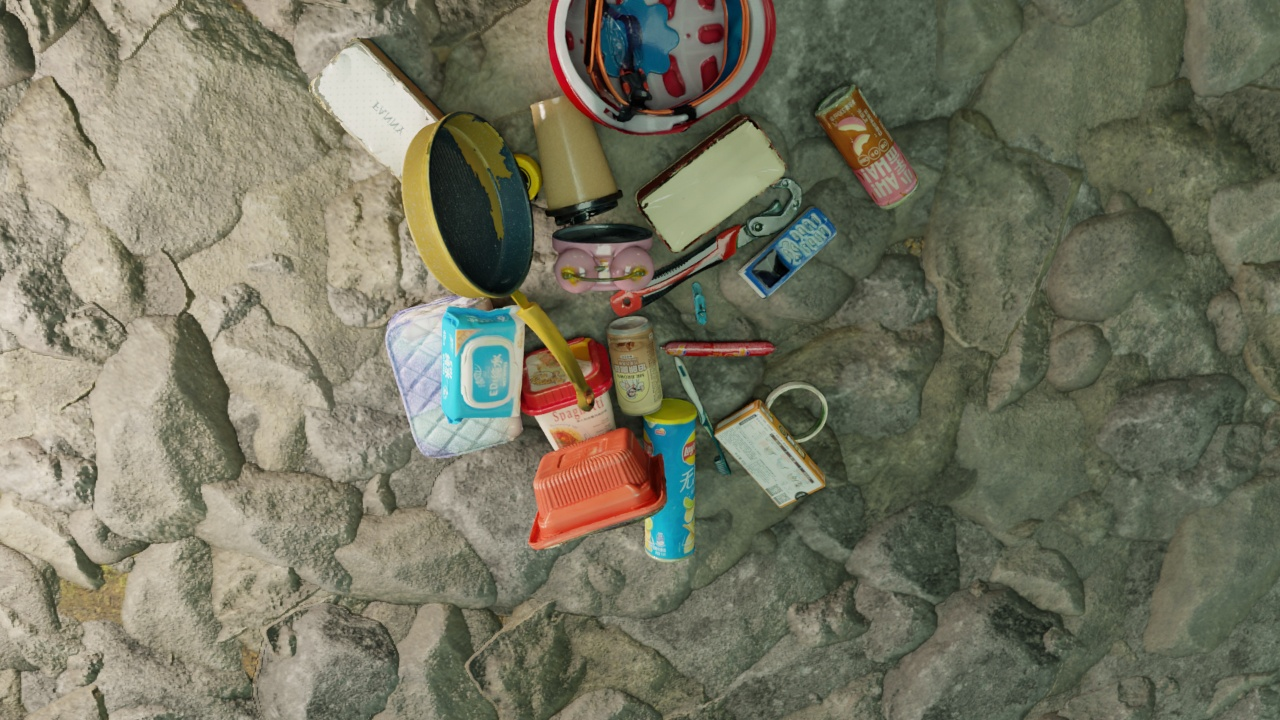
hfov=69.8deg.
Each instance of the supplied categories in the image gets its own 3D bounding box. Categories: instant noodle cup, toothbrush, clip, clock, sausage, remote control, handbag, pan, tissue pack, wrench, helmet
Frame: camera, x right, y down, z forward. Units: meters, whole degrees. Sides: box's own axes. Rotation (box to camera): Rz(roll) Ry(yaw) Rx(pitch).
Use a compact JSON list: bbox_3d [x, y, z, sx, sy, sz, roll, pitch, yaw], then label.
[{"bbox_3d":[-0.083,0.054,1.147,0.116,0.116,0.124,-17,124,1],"label":"instant noodle cup"},{"bbox_3d":[0.080,0.076,1.215,0.018,0.016,0.192,-20,112,14],"label":"toothbrush"},{"bbox_3d":[0.075,-0.068,1.155,0.013,0.033,0.054,-11,125,2],"label":"clip"},{"bbox_3d":[-0.043,-0.115,1.054,0.117,0.158,0.060,-1,108,-4],"label":"clock"},{"bbox_3d":[0.101,-0.015,1.180,0.156,0.020,0.020,0,111,-5],"label":"sausage"},{"bbox_3d":[0.182,-0.134,1.137,0.125,0.024,0.049,-42,109,10],"label":"remote control"},{"bbox_3d":[-0.230,0.017,1.134,0.134,0.075,0.194,-12,113,-6],"label":"handbag"},{"bbox_3d":[-0.140,-0.095,1.002,0.078,0.197,0.358,-8,115,24],"label":"pan"},{"bbox_3d":[-0.054,0.141,1.075,0.164,0.188,0.079,-20,100,3],"label":"instant noodle cup"},{"bbox_3d":[-0.183,0.004,1.065,0.089,0.063,0.140,-3,107,-26],"label":"tissue pack"},{"bbox_3d":[0.082,-0.134,1.133,0.273,0.016,0.056,-33,110,8],"label":"wrench"},{"bbox_3d":[0.008,-0.348,0.980,0.239,0.144,0.207,-11,106,-22],"label":"helmet"}]

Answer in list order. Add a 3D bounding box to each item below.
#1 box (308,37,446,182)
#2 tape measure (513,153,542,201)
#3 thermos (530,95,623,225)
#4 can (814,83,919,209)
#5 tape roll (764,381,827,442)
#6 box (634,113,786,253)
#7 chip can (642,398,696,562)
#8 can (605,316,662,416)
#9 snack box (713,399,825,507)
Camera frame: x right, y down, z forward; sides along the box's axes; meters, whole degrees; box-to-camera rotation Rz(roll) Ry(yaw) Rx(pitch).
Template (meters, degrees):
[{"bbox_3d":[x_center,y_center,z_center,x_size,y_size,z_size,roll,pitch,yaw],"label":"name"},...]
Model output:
[{"bbox_3d":[-0.273,-0.268,1.029,0.090,0.059,0.184,-39,111,10],"label":"box"},{"bbox_3d":[-0.143,-0.213,1.073,0.057,0.028,0.060,-13,113,19],"label":"tape measure"},{"bbox_3d":[-0.078,-0.227,1.049,0.093,0.093,0.143,-15,103,1],"label":"thermos"},{"bbox_3d":[0.267,-0.251,1.081,0.058,0.058,0.147,-38,109,9],"label":"can"},{"bbox_3d":[0.206,0.069,1.224,0.086,0.014,0.086,-2,112,-4],"label":"tape roll"},{"bbox_3d":[0.082,-0.204,1.074,0.168,0.076,0.091,-36,109,9],"label":"box"},{"bbox_3d":[0.038,0.160,1.213,0.071,0.071,0.210,-2,111,-4],"label":"chip can"},{"bbox_3d":[-0.007,0.007,1.157,0.058,0.058,0.116,-10,111,-1],"label":"can"},{"bbox_3d":[0.173,0.127,1.226,0.075,0.026,0.154,-33,111,26],"label":"snack box"}]
